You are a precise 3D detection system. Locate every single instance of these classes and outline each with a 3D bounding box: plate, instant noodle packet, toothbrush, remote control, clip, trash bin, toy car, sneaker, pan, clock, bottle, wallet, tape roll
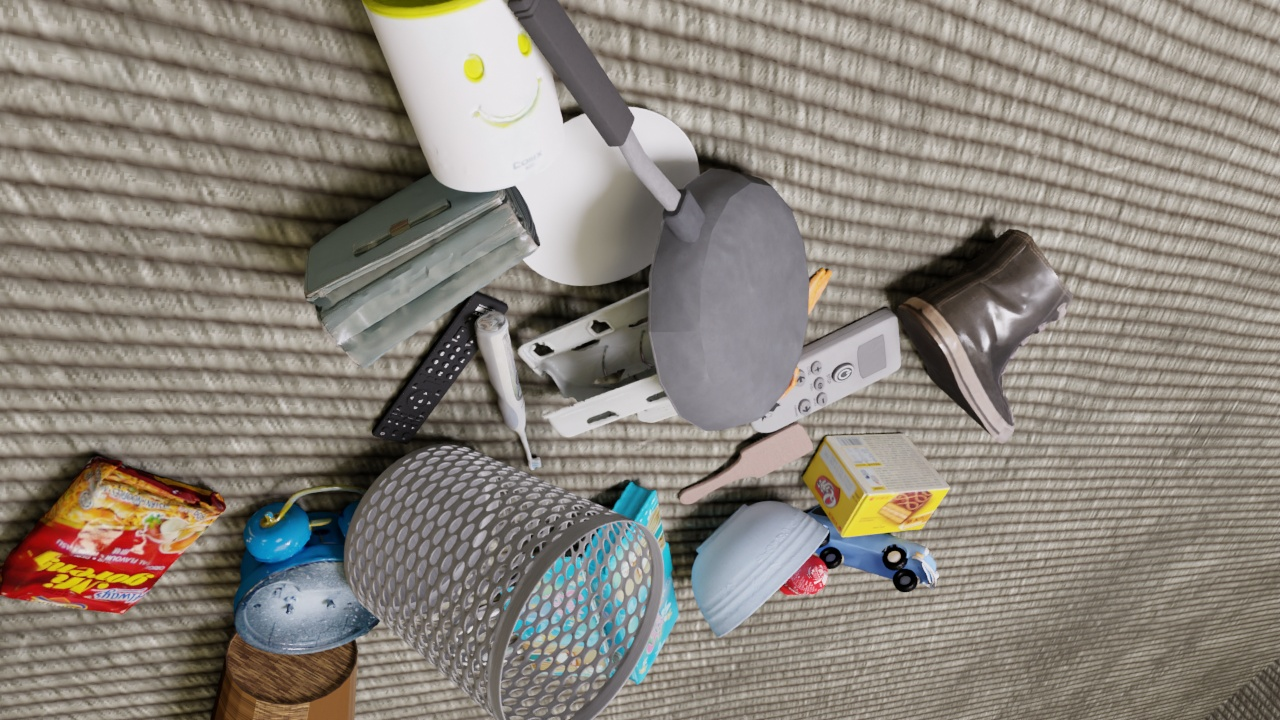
[{"bbox_3d":[-0.024,-0.108,0.610,0.134,0.011,0.135,-14,135,-15],"label":"plate"},{"bbox_3d":[-0.363,0.123,0.633,0.135,0.039,0.098,-43,142,13],"label":"instant noodle packet"},{"bbox_3d":[-0.097,0.032,0.693,0.024,0.022,0.186,-11,140,-4],"label":"toothbrush"},{"bbox_3d":[-0.145,0.008,0.657,0.030,0.009,0.140,21,118,-40],"label":"remote control"},{"bbox_3d":[-0.002,0.021,0.678,0.127,0.104,0.152,-19,137,18],"label":"clip"},{"bbox_3d":[-0.103,0.154,0.660,0.156,0.183,0.157,-26,125,-43],"label":"trash bin"},{"bbox_3d":[0.231,0.189,0.938,0.054,0.154,0.056,-56,134,-26],"label":"toy car"},{"bbox_3d":[0.161,0.013,0.814,0.151,0.019,0.074,-26,137,-3],"label":"remote control"},{"bbox_3d":[0.321,-0.014,0.825,0.120,0.095,0.235,-39,132,5],"label":"sneaker"},{"bbox_3d":[0.030,-0.084,0.553,0.357,0.041,0.178,48,56,-48],"label":"pan"},{"bbox_3d":[-0.250,0.159,0.710,0.116,0.060,0.162,6,125,-30],"label":"clock"},{"bbox_3d":[0.170,0.225,0.962,0.042,0.042,0.142,-22,167,-8],"label":"bottle"},{"bbox_3d":[-0.127,-0.066,0.532,0.131,0.100,0.054,-30,133,0],"label":"wallet"},{"bbox_3d":[-0.140,0.268,0.901,0.093,0.013,0.093,-14,135,-15],"label":"tape roll"}]

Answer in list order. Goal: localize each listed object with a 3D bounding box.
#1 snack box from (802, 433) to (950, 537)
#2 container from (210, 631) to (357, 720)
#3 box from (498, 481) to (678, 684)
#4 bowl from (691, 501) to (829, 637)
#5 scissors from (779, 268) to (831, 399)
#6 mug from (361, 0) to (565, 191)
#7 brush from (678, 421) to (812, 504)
[{"bbox_3d":[0.231,0.121,0.904,0.105,0.083,0.061,0,128,-27],"label":"snack box"},{"bbox_3d":[-0.301,0.303,0.775,0.132,0.132,0.168,1,123,-28],"label":"container"},{"bbox_3d":[-0.037,0.232,0.866,0.171,0.084,0.227,-25,138,-15],"label":"box"},{"bbox_3d":[0.103,0.189,0.890,0.150,0.075,0.151,-42,170,-10],"label":"bowl"},{"bbox_3d":[0.118,-0.024,0.757,0.065,0.013,0.129,21,109,-16],"label":"scissors"},{"bbox_3d":[-0.089,-0.155,0.481,0.082,0.082,0.106,-21,137,-8],"label":"mug"},{"bbox_3d":[0.096,0.098,0.866,0.136,0.015,0.050,-28,136,8],"label":"brush"}]
